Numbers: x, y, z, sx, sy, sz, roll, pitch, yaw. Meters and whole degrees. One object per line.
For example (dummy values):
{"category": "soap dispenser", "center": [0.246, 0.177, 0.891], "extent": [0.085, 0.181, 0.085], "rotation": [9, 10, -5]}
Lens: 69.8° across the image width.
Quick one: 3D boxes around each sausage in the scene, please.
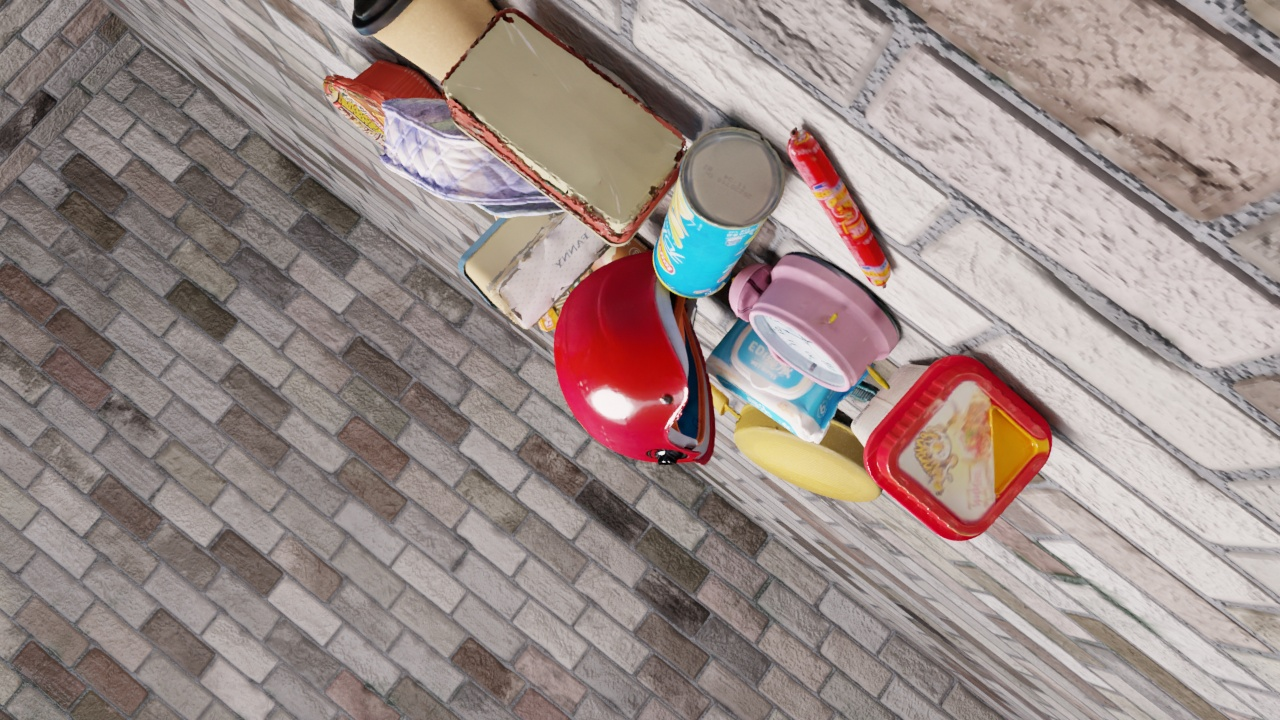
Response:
{"category": "sausage", "center": [0.132, -0.094, 0.592], "extent": [0.020, 0.020, 0.156], "rotation": [29, 168, 49]}

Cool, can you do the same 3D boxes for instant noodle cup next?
{"category": "instant noodle cup", "center": [0.231, 0.059, 0.716], "extent": [0.116, 0.117, 0.124], "rotation": [40, -176, -9]}
{"category": "instant noodle cup", "center": [-0.272, -0.282, 1.082], "extent": [0.189, 0.079, 0.164], "rotation": [32, 170, 45]}

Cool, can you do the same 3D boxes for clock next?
{"category": "clock", "center": [0.136, -0.032, 0.762], "extent": [0.117, 0.059, 0.158], "rotation": [44, 172, -32]}

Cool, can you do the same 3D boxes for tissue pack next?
{"category": "tissue pack", "center": [0.136, 0.007, 0.863], "extent": [0.140, 0.090, 0.063], "rotation": [34, 176, 26]}

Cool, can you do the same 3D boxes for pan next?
{"category": "pan", "center": [0.146, 0.073, 1.159], "extent": [0.358, 0.078, 0.198], "rotation": [20, 160, 19]}

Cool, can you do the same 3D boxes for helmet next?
{"category": "helmet", "center": [-0.005, 0.005, 0.905], "extent": [0.144, 0.206, 0.240], "rotation": [-5, 145, 10]}

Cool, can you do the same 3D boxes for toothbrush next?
{"category": "toothbrush", "center": [0.173, 0.009, 0.960], "extent": [0.016, 0.018, 0.192], "rotation": [44, 169, -37]}

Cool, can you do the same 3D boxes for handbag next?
{"category": "handbag", "center": [-0.138, -0.177, 0.792], "extent": [0.134, 0.076, 0.194], "rotation": [-8, -154, -32]}

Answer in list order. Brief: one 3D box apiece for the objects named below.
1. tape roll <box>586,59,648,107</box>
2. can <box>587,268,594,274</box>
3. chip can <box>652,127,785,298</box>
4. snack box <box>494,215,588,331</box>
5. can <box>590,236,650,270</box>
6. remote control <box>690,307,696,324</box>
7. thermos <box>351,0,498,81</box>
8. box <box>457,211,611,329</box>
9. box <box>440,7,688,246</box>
{"category": "tape roll", "center": [-0.023, -0.197, 0.709], "extent": [0.086, 0.014, 0.086], "rotation": [38, 171, 6]}
{"category": "can", "center": [-0.030, -0.100, 1.097], "extent": [0.058, 0.058, 0.116], "rotation": [40, 172, -11]}
{"category": "chip can", "center": [0.053, -0.103, 0.695], "extent": [0.071, 0.071, 0.210], "rotation": [38, 172, 2]}
{"category": "snack box", "center": [-0.109, -0.118, 1.073], "extent": [0.154, 0.075, 0.026], "rotation": [69, 167, -12]}
{"category": "can", "center": [-0.016, -0.107, 1.005], "extent": [0.147, 0.058, 0.058], "rotation": [39, 172, -5]}
{"category": "remote control", "center": [0.042, -0.058, 1.134], "extent": [0.049, 0.024, 0.125], "rotation": [38, 172, 8]}
{"category": "thermos", "center": [-0.147, -0.256, 0.700], "extent": [0.143, 0.093, 0.093], "rotation": [34, 176, -41]}
{"category": "box", "center": [-0.086, -0.111, 0.856], "extent": [0.060, 0.184, 0.090], "rotation": [41, 170, 31]}
{"category": "box", "center": [-0.054, -0.164, 0.649], "extent": [0.168, 0.091, 0.076], "rotation": [38, 175, 3]}
